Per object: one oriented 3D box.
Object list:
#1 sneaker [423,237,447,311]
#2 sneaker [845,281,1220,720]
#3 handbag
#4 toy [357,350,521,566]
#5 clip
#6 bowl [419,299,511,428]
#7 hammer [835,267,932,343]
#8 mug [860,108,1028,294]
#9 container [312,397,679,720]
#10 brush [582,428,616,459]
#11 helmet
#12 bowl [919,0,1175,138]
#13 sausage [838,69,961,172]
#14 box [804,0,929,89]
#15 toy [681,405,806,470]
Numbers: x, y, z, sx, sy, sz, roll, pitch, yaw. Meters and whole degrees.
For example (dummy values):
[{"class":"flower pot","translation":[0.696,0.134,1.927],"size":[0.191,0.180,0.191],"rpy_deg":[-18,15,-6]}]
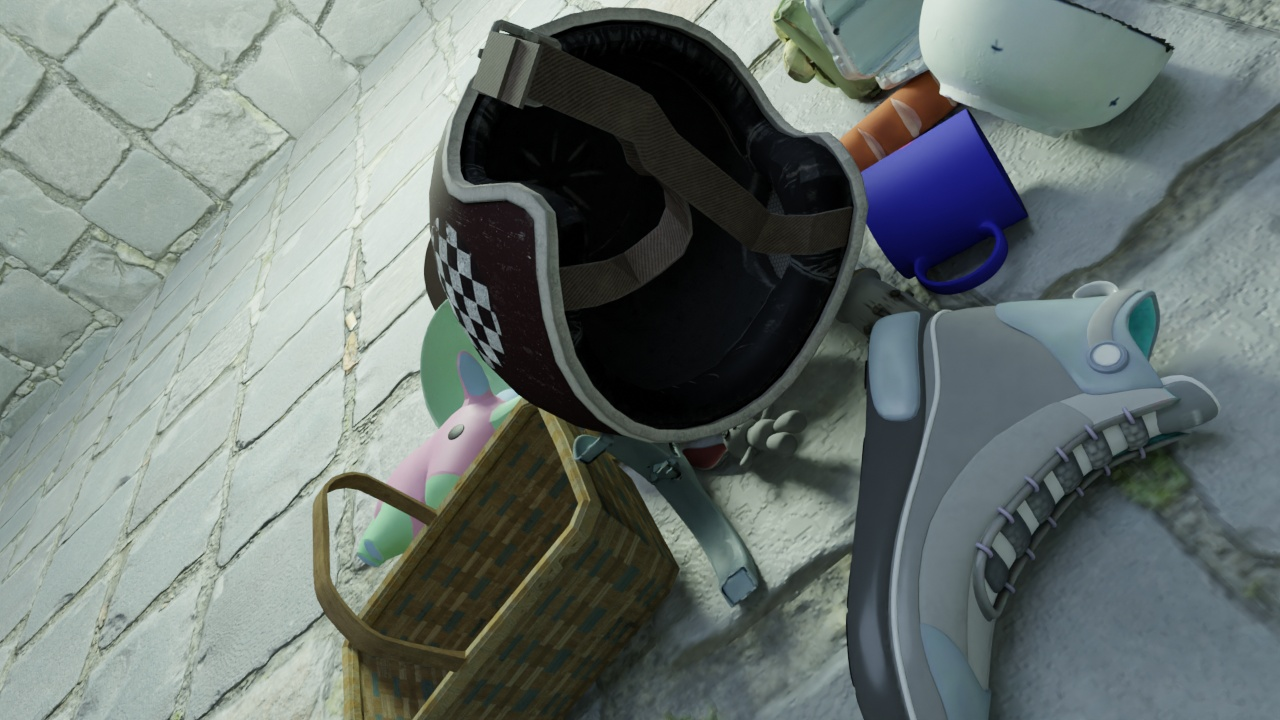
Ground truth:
[{"class":"sneaker","translation":[-0.137,-0.150,1.042],"size":[0.295,0.116,0.111],"rpy_deg":[-42,66,37]},{"class":"sneaker","translation":[0.187,0.071,0.434],"size":[0.161,0.093,0.256],"rpy_deg":[-13,47,30]},{"class":"handbag","translation":[0.190,-0.318,0.816],"size":[0.186,0.113,0.117],"rpy_deg":[-57,20,-19]},{"class":"toy","translation":[-0.153,0.101,0.756],"size":[0.170,0.120,0.223],"rpy_deg":[-59,12,-24]},{"class":"clip","translation":[0.030,0.098,0.584],"size":[0.031,0.168,0.164],"rpy_deg":[-42,75,11]},{"class":"bowl","translation":[-0.123,0.009,0.833],"size":[0.151,0.076,0.151],"rpy_deg":[4,97,35]},{"class":"hammer","translation":[0.090,-0.093,0.668],"size":[0.100,0.190,0.325],"rpy_deg":[-47,50,1]},{"class":"mug","translation":[0.198,-0.095,0.596],"size":[0.084,0.079,0.111],"rpy_deg":[-30,55,27]},{"class":"container","translation":[-0.120,0.143,0.586],"size":[0.250,0.186,0.157],"rpy_deg":[-52,32,12]},{"class":"brush","translation":[0.028,0.018,0.690],"size":[0.196,0.043,0.059],"rpy_deg":[-35,17,28]},{"class":"helmet","translation":[-0.005,-0.074,0.498],"size":[0.232,0.234,0.253],"rpy_deg":[-15,30,-27]},{"class":"bowl","translation":[0.246,-0.192,0.589],"size":[0.153,0.153,0.073],"rpy_deg":[-120,46,-56]},{"class":"sausage","translation":[0.207,-0.190,0.711],"size":[0.164,0.039,0.044],"rpy_deg":[-39,8,14]},{"class":"box","translation":[0.235,-0.317,0.716],"size":[0.210,0.105,0.130],"rpy_deg":[-46,17,-17]},{"class":"toy","translation":[0.071,0.053,0.629],"size":[0.112,0.030,0.049],"rpy_deg":[-15,44,59]}]
